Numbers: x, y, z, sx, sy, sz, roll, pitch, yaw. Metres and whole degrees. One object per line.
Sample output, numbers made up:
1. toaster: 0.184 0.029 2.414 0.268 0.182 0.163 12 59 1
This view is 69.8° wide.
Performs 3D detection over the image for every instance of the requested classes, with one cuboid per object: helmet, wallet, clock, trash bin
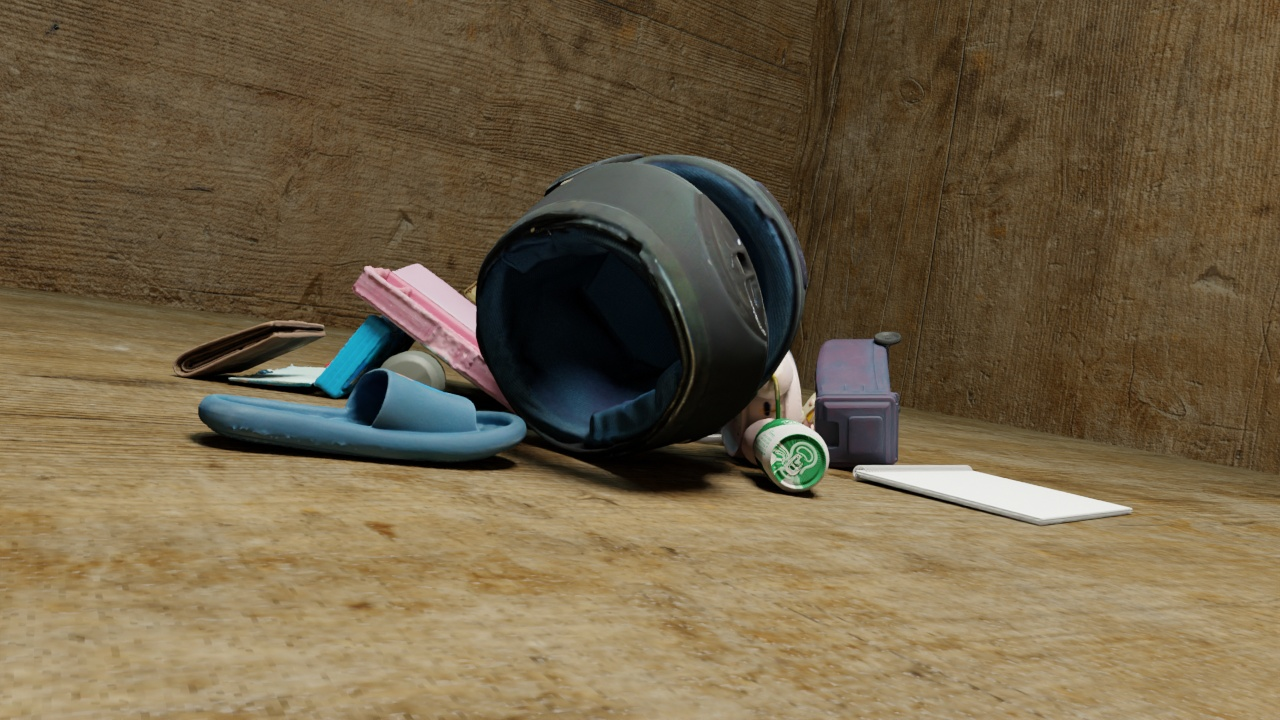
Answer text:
1. helmet: 0.019 -0.057 0.759 0.235 0.249 0.317 -28 2 -34
2. wallet: -0.397 -0.012 0.938 0.121 0.027 0.098 -21 -4 9
3. clock: 0.116 0.044 0.884 0.058 0.117 0.158 -3 3 -7
4. trash bin: 0.234 0.042 0.979 0.092 0.094 0.160 -1 24 13

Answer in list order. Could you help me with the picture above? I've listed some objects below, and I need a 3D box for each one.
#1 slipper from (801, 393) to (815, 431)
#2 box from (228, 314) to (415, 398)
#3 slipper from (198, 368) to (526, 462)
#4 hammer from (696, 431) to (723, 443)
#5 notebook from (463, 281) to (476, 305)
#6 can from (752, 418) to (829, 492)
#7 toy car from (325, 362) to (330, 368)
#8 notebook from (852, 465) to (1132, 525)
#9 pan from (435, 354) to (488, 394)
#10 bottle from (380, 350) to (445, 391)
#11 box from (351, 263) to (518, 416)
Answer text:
1. slipper: 0.241 0.072 1.121 0.093 0.081 0.197 9 -1 -15
2. box: -0.330 0.008 1.020 0.170 0.071 0.243 -23 5 -5
3. slipper: -0.184 0.034 0.627 0.213 0.059 0.104 6 0 -25
4. hammer: 0.008 0.035 1.106 0.311 0.029 0.124 20 21 40
5. notebook: -0.190 -0.041 1.197 0.190 0.034 0.216 41 -14 -5
6. can: 0.122 0.077 0.754 0.053 0.053 0.101 8 1 1
7. toy car: -0.354 0.011 1.170 0.089 0.025 0.038 8 2 -23
8. notebook: 0.343 0.127 0.888 0.178 0.013 0.245 11 3 44
9. pan: -0.233 -0.030 1.163 0.200 0.051 0.356 40 0 -15
10. bottle: -0.219 0.020 0.887 0.060 0.060 0.108 8 2 -8
11. box: -0.179 -0.020 0.973 0.232 0.039 0.179 37 9 0
